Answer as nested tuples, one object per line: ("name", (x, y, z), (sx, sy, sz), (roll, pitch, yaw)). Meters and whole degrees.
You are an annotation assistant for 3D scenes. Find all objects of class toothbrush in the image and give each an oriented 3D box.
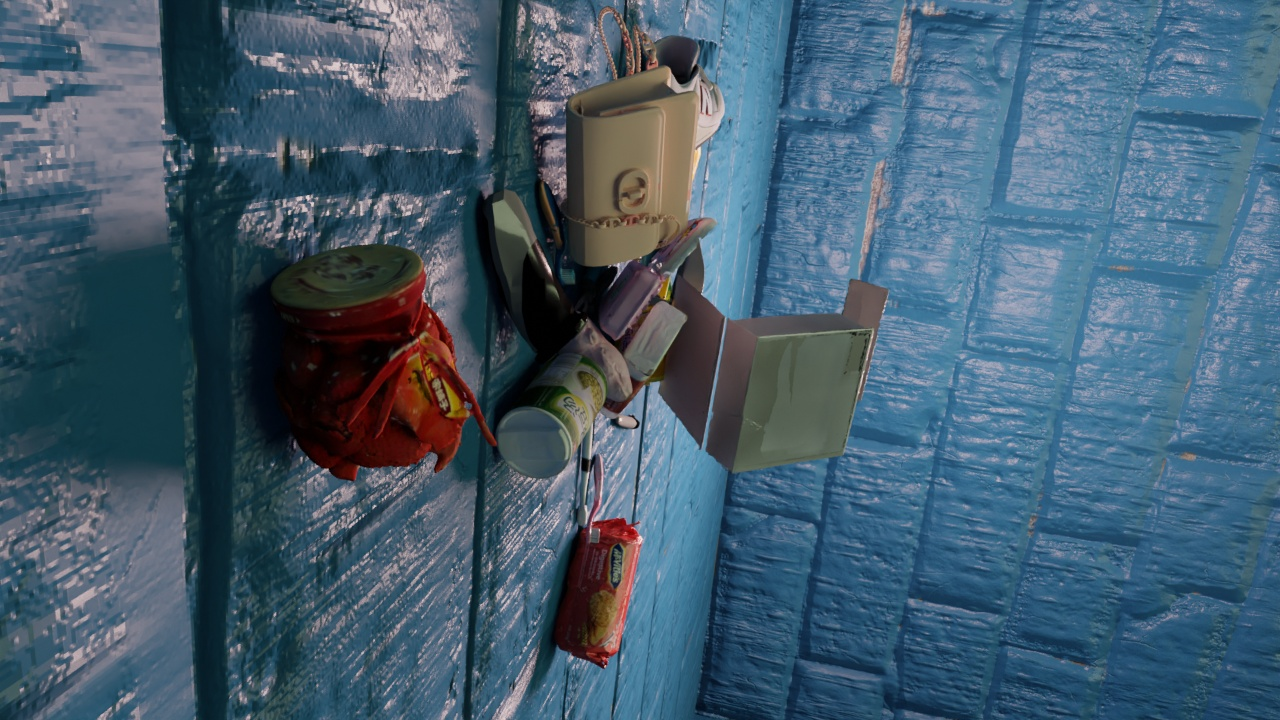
("toothbrush", (-0.063, 0.109, 1.069), (0.017, 0.012, 0.187), (-88, -177, -68))
("toothbrush", (-0.074, -0.110, 0.816), (0.135, 0.017, 0.021), (83, 6, -56))
("toothbrush", (-0.052, 0.163, 1.097), (0.134, 0.016, 0.022), (-85, -177, -47))

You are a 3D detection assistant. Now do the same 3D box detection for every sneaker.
("sneaker", (0.046, -0.315, 1.065), (0.239, 0.089, 0.124), (-63, 162, -48))

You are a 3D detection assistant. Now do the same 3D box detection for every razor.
("razor", (-0.086, -0.066, 0.706), (0.057, 0.060, 0.156), (-59, 139, -32))

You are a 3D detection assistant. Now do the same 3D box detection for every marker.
("marker", (-0.019, 0.083, 1.268), (0.138, 0.016, 0.022), (34, 35, -77))

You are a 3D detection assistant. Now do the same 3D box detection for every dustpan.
("dustpan", (0.057, -0.065, 1.294), (0.257, 0.033, 0.163), (-78, -175, -58))

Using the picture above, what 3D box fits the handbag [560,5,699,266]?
("handbag", (-0.042, -0.189, 0.832), (0.187, 0.116, 0.199), (51, -27, 36))

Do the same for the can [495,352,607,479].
("can", (-0.075, 0.046, 0.806), (0.120, 0.067, 0.067), (-60, 157, -62))

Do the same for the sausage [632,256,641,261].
("sausage", (0.002, -0.190, 1.125), (0.020, 0.020, 0.155), (-29, 127, -76))

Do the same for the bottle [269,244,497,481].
("bottle", (-0.126, 0.009, 0.447), (0.098, 0.099, 0.111), (-64, 156, -55))

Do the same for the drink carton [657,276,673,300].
("drink carton", (0.010, -0.052, 1.225), (0.058, 0.041, 0.122), (77, 24, -63))

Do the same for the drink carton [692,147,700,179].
("drink carton", (0.055, -0.308, 1.240), (0.123, 0.040, 0.058), (83, 19, -55))

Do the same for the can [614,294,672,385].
("can", (0.002, -0.027, 1.136), (0.067, 0.068, 0.105), (-44, 141, -72))

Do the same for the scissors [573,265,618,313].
("scissors", (-0.045, -0.088, 0.976), (0.118, 0.019, 0.148), (66, 38, -74))

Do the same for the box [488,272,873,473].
("box", (0.030, -0.004, 1.080), (0.164, 0.446, 0.167), (-38, 140, -61))

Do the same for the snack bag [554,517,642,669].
("snack bag", (-0.052, 0.274, 1.103), (0.082, 0.082, 0.176), (64, 36, -71))

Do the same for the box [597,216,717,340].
("box", (0.011, -0.092, 0.941), (0.154, 0.041, 0.201), (-53, -172, 5))

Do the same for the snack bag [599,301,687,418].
("snack bag", (-0.006, 0.006, 0.991), (0.077, 0.041, 0.226), (-57, 179, -18))

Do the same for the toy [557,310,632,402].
("toy", (-0.053, -0.007, 0.881), (0.052, 0.099, 0.096), (-36, 118, -27))
